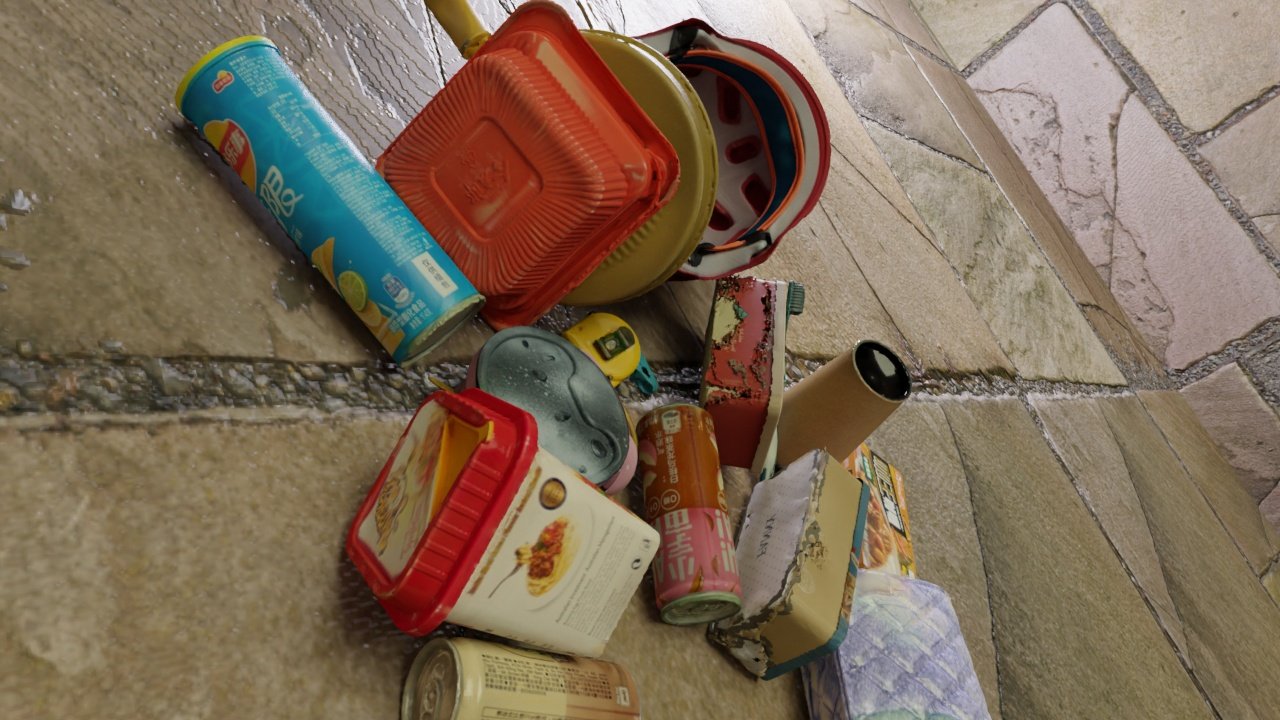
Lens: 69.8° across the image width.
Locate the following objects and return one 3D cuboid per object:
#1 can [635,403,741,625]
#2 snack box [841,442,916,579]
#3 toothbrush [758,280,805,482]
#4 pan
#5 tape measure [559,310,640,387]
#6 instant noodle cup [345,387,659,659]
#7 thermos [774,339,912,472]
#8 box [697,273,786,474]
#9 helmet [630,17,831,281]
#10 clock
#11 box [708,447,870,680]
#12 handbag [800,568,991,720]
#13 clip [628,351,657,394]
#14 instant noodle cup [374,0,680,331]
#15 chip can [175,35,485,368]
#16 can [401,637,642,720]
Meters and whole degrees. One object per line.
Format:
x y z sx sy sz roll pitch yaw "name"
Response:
0.032 0.105 0.641 0.058 0.058 0.147 21 48 -37 "can"
0.217 0.149 0.850 0.075 0.026 0.153 36 37 -22 "snack box"
0.120 0.025 0.779 0.016 0.018 0.191 35 63 -73 "toothbrush"
-0.092 -0.199 0.673 0.357 0.198 0.078 49 21 -1 "pan"
-0.027 -0.009 0.704 0.060 0.029 0.057 52 51 1 "tape measure"
-0.068 0.090 0.478 0.124 0.116 0.116 33 81 -30 "instant noodle cup"
0.164 0.045 0.794 0.093 0.144 0.092 18 49 -22 "thermos"
0.074 0.003 0.759 0.076 0.091 0.168 10 41 1 "box"
0.034 -0.169 0.791 0.239 0.144 0.207 -22 96 -33 "helmet"
-0.057 0.041 0.606 0.158 0.060 0.117 -3 60 -48 "clock"
0.114 0.141 0.682 0.060 0.090 0.183 43 40 -9 "box"
0.187 0.249 0.660 0.134 0.076 0.193 13 41 -13 "handbag"
-0.004 0.004 0.742 0.054 0.013 0.033 54 35 5 "clip"
-0.085 -0.122 0.606 0.164 0.189 0.079 49 20 0 "instant noodle cup"
-0.190 -0.096 0.572 0.210 0.071 0.071 50 34 -2 "chip can"
-0.059 0.179 0.474 0.116 0.059 0.058 23 43 -35 "can"
